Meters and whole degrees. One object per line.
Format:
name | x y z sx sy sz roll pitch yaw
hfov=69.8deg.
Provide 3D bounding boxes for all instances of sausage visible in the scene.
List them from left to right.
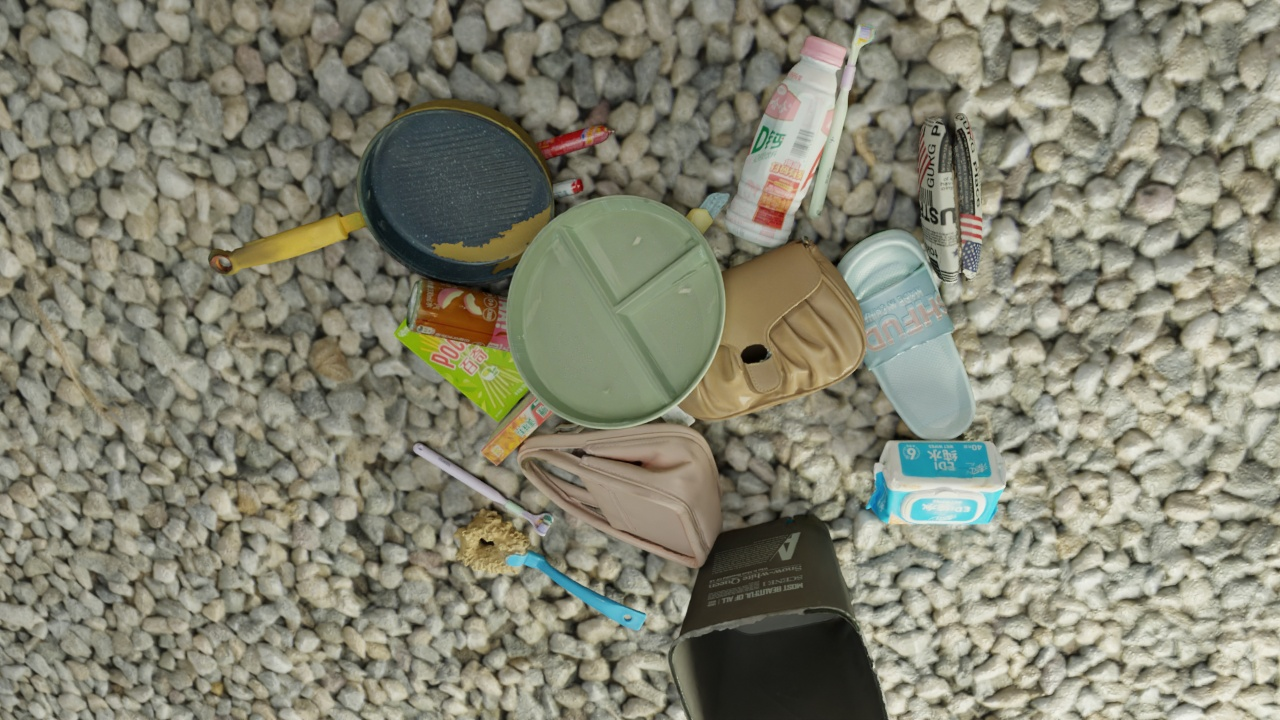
sausage | -0.099 -0.215 0.943 0.156 0.020 0.020 -15 108 13

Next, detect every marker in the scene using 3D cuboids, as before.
marker | -0.130 -0.168 0.966 0.145 0.017 0.017 -12 109 12

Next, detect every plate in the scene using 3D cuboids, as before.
plate | -0.025 -0.047 0.897 0.230 0.027 0.230 -3 83 22

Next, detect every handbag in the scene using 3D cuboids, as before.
handbag | -0.031 0.137 1.010 0.234 0.093 0.193 8 149 21
handbag | 0.114 -0.024 0.908 0.205 0.099 0.148 -21 103 19

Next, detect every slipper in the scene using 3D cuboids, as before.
slipper | 0.274 -0.015 0.941 0.104 0.074 0.245 -24 108 17

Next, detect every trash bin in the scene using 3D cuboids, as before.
trash bin | 0.150 0.296 1.001 0.199 0.219 0.199 -15 109 13

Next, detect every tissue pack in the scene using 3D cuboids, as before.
tissue pack | 0.317 0.135 0.984 0.140 0.063 0.090 0 140 7

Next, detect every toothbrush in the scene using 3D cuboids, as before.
toothbrush | -0.190 0.152 1.098 0.189 0.029 0.021 32 149 -4
toothbrush | 0.194 -0.229 0.897 0.020 0.029 0.190 33 121 40

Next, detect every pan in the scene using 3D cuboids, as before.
pan | -0.263 -0.145 0.930 0.358 0.078 0.198 -9 126 9

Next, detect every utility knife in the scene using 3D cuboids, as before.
utility knife | 0.031 -0.101 0.935 0.031 0.019 0.177 35 112 -10

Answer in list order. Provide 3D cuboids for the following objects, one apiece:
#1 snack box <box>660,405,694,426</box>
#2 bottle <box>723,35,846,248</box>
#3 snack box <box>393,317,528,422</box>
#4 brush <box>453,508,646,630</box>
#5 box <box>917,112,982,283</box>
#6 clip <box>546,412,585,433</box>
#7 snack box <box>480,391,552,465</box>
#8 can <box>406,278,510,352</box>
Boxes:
snack box | -0.006 0.006 0.979 0.027 0.084 0.157 -40 102 2
bottle | 0.143 -0.210 0.889 0.068 0.068 0.197 19 109 0
snack box | -0.191 -0.011 1.031 0.156 0.026 0.086 41 110 -8
brush | -0.110 0.259 1.110 0.254 0.045 0.083 28 109 3
box | 0.312 -0.156 0.885 0.076 0.075 0.164 -7 108 5
clip | -0.055 0.061 1.039 0.103 0.034 0.076 -14 107 4
snack box | -0.110 0.045 1.014 0.027 0.077 0.156 43 110 -9
can | -0.169 -0.044 0.971 0.147 0.058 0.058 12 114 -22
